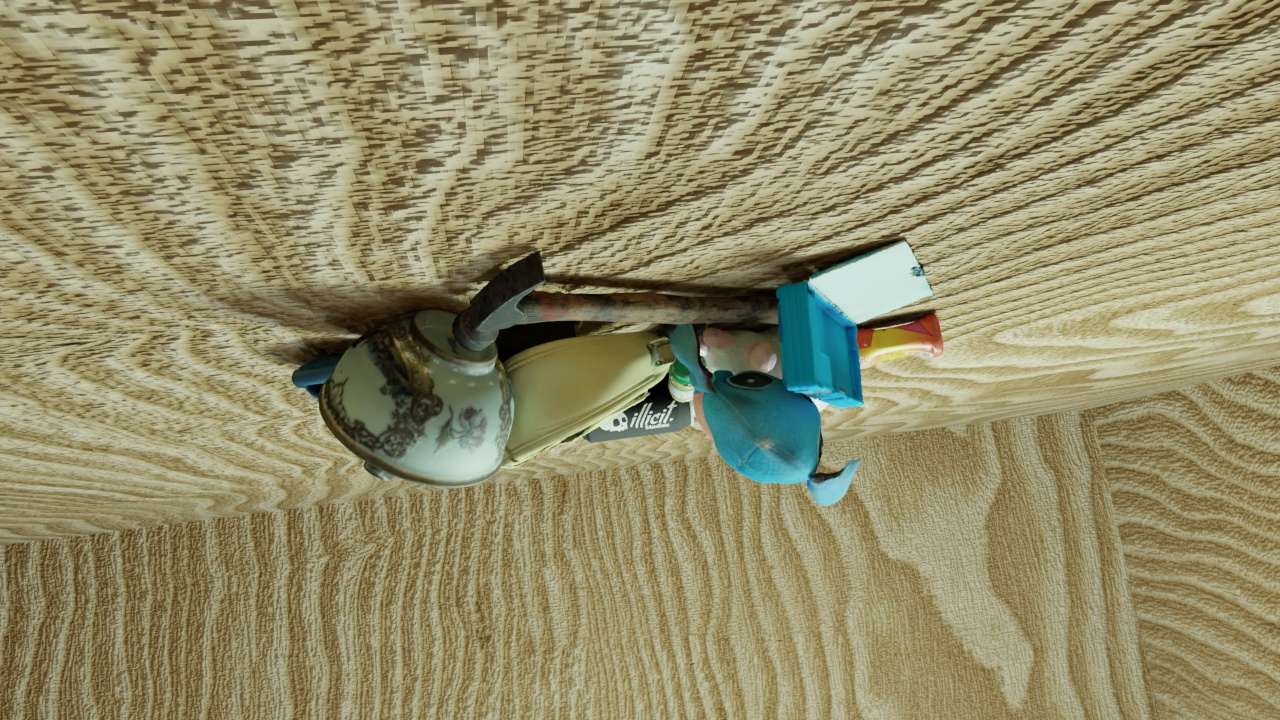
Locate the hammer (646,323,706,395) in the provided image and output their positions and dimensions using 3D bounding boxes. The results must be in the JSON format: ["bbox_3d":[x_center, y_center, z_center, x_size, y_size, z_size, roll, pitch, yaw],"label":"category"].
[{"bbox_3d":[-0.006,0.006,1.023,0.124,0.029,0.312,-5,167,-25],"label":"hammer"}]

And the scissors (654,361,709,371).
[{"bbox_3d":[0.052,0.007,1.154,0.131,0.012,0.112,-11,166,20],"label":"scissors"}]

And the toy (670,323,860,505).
[{"bbox_3d":[0.105,0.054,0.892,0.099,0.224,0.191,-52,-176,-2],"label":"toy"}]

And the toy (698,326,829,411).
[{"bbox_3d":[0.133,0.006,1.006,0.179,0.101,0.139,20,170,-29],"label":"toy"}]

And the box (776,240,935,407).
[{"bbox_3d":[0.208,-0.024,0.842,0.114,0.114,0.243,-6,171,22],"label":"box"}]

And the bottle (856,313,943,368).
[{"bbox_3d":[0.283,-0.018,1.078,0.134,0.048,0.071,-10,169,14],"label":"bottle"}]

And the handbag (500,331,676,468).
[{"bbox_3d":[-0.074,0.045,0.901,0.190,0.088,0.233,-15,171,-32],"label":"handbag"}]

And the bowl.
[{"bbox_3d":[-0.167,0.016,0.745,0.159,0.160,0.094,4,124,-48],"label":"bowl"}]

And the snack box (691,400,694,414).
[{"bbox_3d":[0.015,0.070,1.379,0.141,0.044,0.194,-5,169,-23],"label":"snack box"}]

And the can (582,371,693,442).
[{"bbox_3d":[-0.007,0.061,1.208,0.146,0.080,0.080,-7,170,-2],"label":"can"}]

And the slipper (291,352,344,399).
[{"bbox_3d":[-0.266,0.029,0.904,0.104,0.059,0.213,-7,171,7],"label":"slipper"}]

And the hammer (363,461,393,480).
[{"bbox_3d":[-0.175,0.048,0.998,0.033,0.133,0.332,30,-172,13],"label":"hammer"}]

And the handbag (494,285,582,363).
[{"bbox_3d":[-0.091,-0.032,0.803,0.084,0.027,0.178,-7,166,-10],"label":"handbag"}]

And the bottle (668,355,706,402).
[{"bbox_3d":[0.054,0.019,1.095,0.042,0.042,0.110,-7,162,-2],"label":"bottle"}]

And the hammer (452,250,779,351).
[{"bbox_3d":[0.018,-0.047,0.762,0.329,0.033,0.120,-2,161,-37],"label":"hammer"}]
